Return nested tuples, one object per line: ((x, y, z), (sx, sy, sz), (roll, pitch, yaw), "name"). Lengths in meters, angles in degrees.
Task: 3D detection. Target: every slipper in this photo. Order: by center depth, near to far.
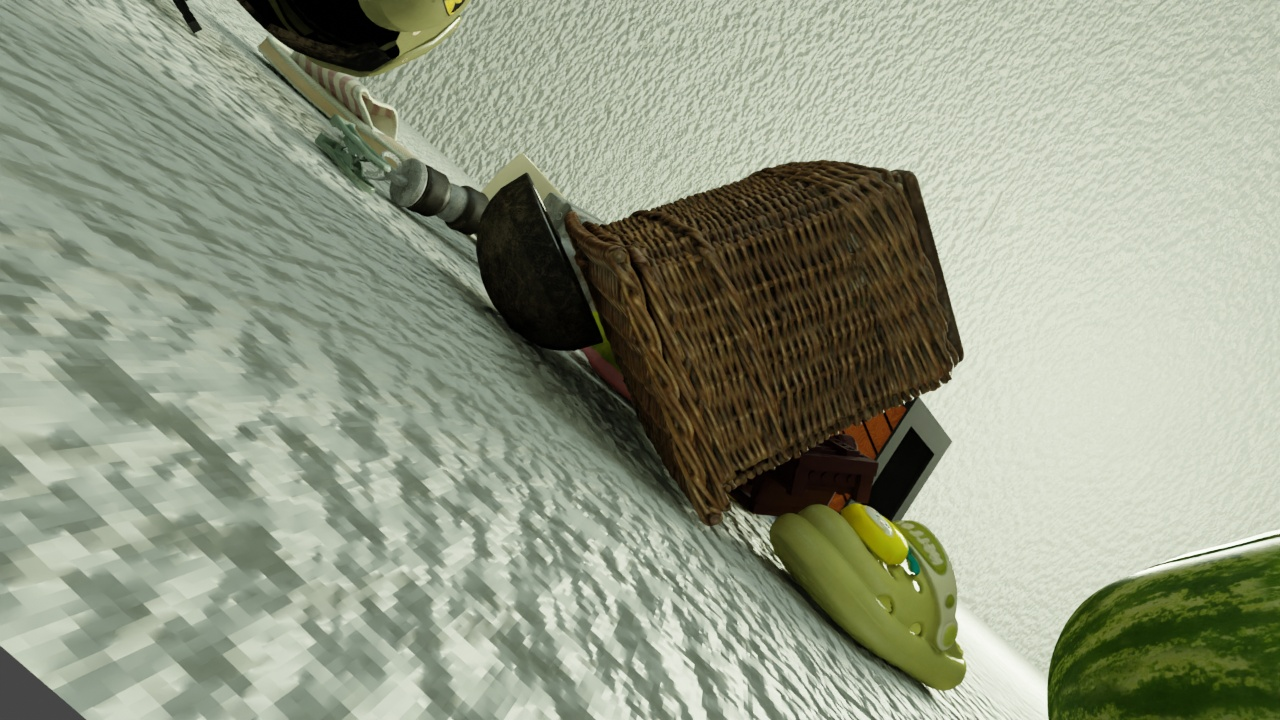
((0.162, 0.144, 0.580), (0.190, 0.081, 0.091), (42, 5, -34), "slipper")
((-0.289, -0.258, 0.977), (0.263, 0.052, 0.115), (41, 2, -2), "slipper")

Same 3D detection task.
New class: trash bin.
((0.183, 0.078, 0.917), (0.172, 0.139, 0.139), (32, -3, 37), "trash bin")

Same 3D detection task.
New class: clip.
((-0.209, -0.149, 0.666), (0.076, 0.044, 0.023), (43, 9, 34), "clip")

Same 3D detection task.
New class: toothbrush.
((-0.255, -0.193, 0.802), (0.012, 0.017, 0.187), (17, 13, -23), "toothbrush")

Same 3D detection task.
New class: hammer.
((-0.113, -0.113, 0.809), (0.326, 0.079, 0.177), (21, 18, -49), "hammer")

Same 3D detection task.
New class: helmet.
((0.384, 0.232, 0.572), (0.213, 0.248, 0.242), (61, 40, -15), "helmet")
((-0.235, -0.342, 0.728), (0.250, 0.256, 0.232), (42, 7, 6), "helmet")

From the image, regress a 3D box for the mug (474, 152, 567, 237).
((-0.122, -0.146, 0.988), (0.120, 0.100, 0.096), (46, 4, -12), "mug")

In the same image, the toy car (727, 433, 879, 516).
((0.095, 0.068, 0.647), (0.070, 0.062, 0.170), (8, 8, -18), "toy car")

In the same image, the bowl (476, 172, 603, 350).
((-0.075, -0.056, 0.607), (0.121, 0.056, 0.121), (112, -46, -90), "bowl")

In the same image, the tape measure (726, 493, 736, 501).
((0.083, 0.095, 0.729), (0.059, 0.030, 0.068), (38, 10, -27), "tape measure")

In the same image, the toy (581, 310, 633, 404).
((-0.004, 0.004, 0.755), (0.110, 0.051, 0.090), (44, 6, 14), "toy")

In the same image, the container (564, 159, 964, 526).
((0.069, -0.039, 0.588), (0.250, 0.183, 0.162), (-127, -164, -73), "container")
